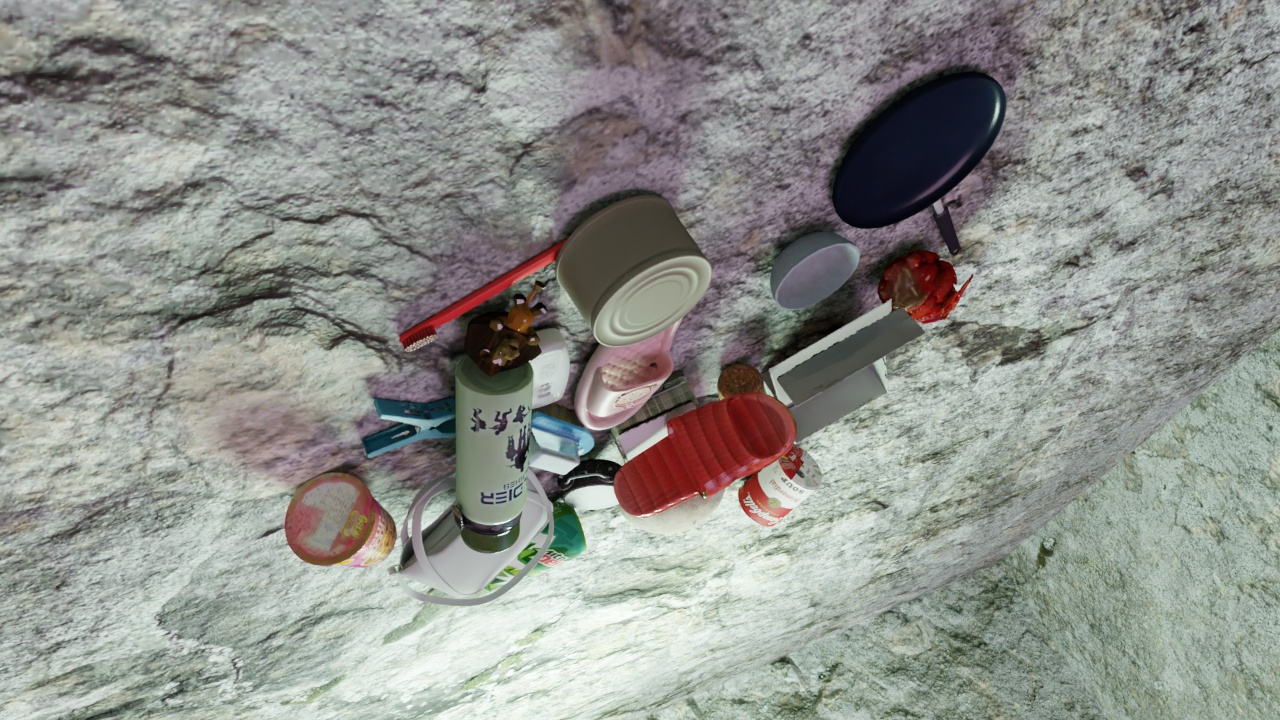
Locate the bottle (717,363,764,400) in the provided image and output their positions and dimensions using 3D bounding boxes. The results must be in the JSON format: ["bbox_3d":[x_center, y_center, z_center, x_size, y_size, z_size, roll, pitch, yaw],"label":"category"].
[{"bbox_3d":[0.135,0.064,1.222,0.059,0.059,0.166,-25,152,-6],"label":"bottle"}]

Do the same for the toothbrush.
[{"bbox_3d":[-0.125,-0.065,0.831,0.212,0.018,0.012,-30,151,2],"label":"toothbrush"}]

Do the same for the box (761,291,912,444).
[{"bbox_3d":[0.246,0.007,1.188,0.166,0.098,0.368,-30,158,2],"label":"box"}]

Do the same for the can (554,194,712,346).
[{"bbox_3d":[-0.006,-0.080,0.841,0.127,0.073,0.128,-26,155,-13],"label":"can"}]

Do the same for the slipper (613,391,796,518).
[{"bbox_3d":[0.066,0.114,1.096,0.249,0.103,0.059,-29,166,20],"label":"slipper"}]

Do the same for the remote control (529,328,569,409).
[{"bbox_3d":[-0.104,0.010,0.957,0.060,0.028,0.114,-18,150,-18],"label":"remote control"}]

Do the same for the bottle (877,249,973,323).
[{"bbox_3d":[0.349,-0.086,1.131,0.099,0.099,0.111,-39,154,18],"label":"bottle"}]

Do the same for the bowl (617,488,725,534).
[{"bbox_3d":[0.060,0.210,1.370,0.178,0.081,0.179,-21,152,-12],"label":"bowl"}]

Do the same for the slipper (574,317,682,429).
[{"bbox_3d":[-0.006,0.006,1.010,0.106,0.055,0.222,-13,147,-30],"label":"slipper"}]

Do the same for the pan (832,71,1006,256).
[{"bbox_3d":[0.319,-0.190,1.012,0.199,0.021,0.356,-36,150,13],"label":"pan"}]

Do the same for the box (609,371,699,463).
[{"bbox_3d":[0.024,0.097,1.191,0.117,0.051,0.206,-24,150,-2],"label":"box"}]

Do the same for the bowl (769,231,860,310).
[{"bbox_3d":[0.186,-0.105,1.015,0.106,0.039,0.106,-21,150,-13],"label":"bowl"}]

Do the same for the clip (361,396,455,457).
[{"bbox_3d":[-0.219,0.056,0.939,0.119,0.027,0.103,-5,146,-35],"label":"clip"}]

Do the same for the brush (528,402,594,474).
[{"bbox_3d":[-0.095,0.094,1.051,0.055,0.075,0.135,-38,150,17],"label":"brush"}]

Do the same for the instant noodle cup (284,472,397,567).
[{"bbox_3d":[-0.314,0.182,0.992,0.097,0.097,0.109,-26,158,-4],"label":"instant noodle cup"}]

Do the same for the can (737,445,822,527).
[{"bbox_3d":[0.227,0.204,1.498,0.086,0.086,0.117,0,141,-41],"label":"can"}]

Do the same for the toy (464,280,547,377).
[{"bbox_3d":[-0.118,-0.031,0.851,0.076,0.062,0.100,22,120,-32],"label":"toy"}]

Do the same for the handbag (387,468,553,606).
[{"bbox_3d":[-0.207,0.201,1.075,0.215,0.095,0.223,-45,152,-7],"label":"handbag"}]

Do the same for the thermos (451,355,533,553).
[{"bbox_3d":[-0.156,0.103,0.948,0.082,0.082,0.232,-13,132,-26],"label":"thermos"}]

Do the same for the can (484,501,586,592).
[{"bbox_3d":[-0.153,0.249,1.241,0.144,0.083,0.083,-19,150,-18],"label":"can"}]

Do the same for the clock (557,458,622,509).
[{"bbox_3d":[-0.062,0.158,1.202,0.091,0.043,0.123,-10,150,6],"label":"clock"}]
